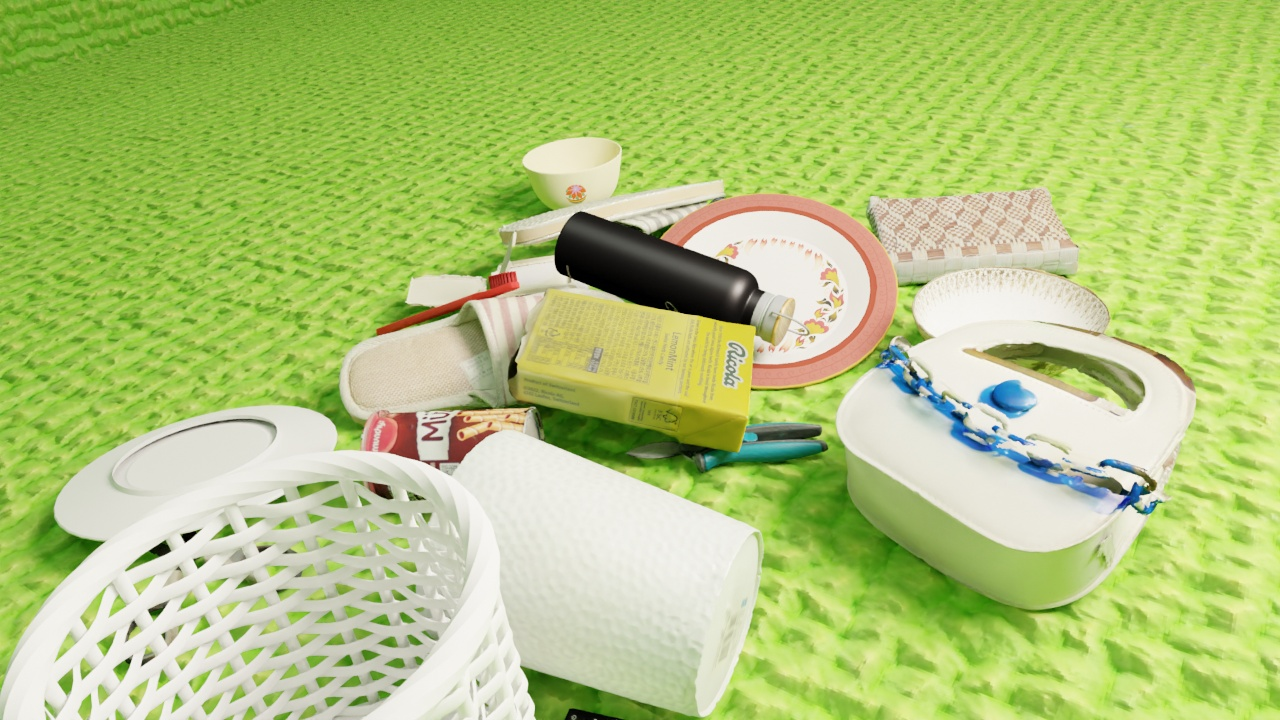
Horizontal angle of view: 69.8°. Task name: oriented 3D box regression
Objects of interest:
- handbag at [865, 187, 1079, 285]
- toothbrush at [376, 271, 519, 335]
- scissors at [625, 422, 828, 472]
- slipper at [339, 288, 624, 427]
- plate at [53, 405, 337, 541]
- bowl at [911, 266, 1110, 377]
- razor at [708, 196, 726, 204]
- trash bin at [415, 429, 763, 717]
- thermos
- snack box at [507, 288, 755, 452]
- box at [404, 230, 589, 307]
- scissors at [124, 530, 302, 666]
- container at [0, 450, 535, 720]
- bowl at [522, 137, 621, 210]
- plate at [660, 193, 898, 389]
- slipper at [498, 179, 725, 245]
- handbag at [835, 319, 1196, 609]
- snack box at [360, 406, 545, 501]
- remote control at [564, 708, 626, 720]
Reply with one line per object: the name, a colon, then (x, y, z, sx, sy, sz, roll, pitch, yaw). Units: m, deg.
handbag: (0.326, -0.123, 0.916, 0.186, 0.047, 0.123, -3, 41, 7)
toothbrush: (-0.183, -0.052, 0.844, 0.213, 0.018, 0.012, -13, -4, 41)
scissors: (0.067, 0.068, 0.691, 0.135, 0.019, 0.139, -28, 40, -30)
slipper: (-0.129, -0.004, 0.779, 0.263, 0.052, 0.115, -11, 64, -1)
plate: (-0.349, 0.078, 0.726, 0.208, 0.015, 0.208, -5, 23, 2)
bowl: (0.292, -0.016, 0.737, 0.145, 0.063, 0.145, -4, 33, 3)
razor: (0.102, -0.122, 0.957, 0.063, 0.053, 0.140, 8, 30, -27)
trash bin: (-0.023, 0.124, 0.527, 0.161, 0.133, 0.133, 14, 38, 21)
thermos: (0.038, -0.065, 0.792, 0.231, 0.061, 0.061, 23, 41, 20)
snack box: (-0.004, 0.004, 0.711, 0.181, 0.045, 0.121, 11, 37, 1)
box: (-0.141, -0.080, 0.885, 0.184, 0.099, 0.143, -8, 33, -3)
scissors: (-0.312, 0.148, 0.644, 0.157, 0.013, 0.170, -3, 33, 3)
container: (-0.142, 0.170, 0.414, 0.189, 0.187, 0.189, -5, 33, 3)
bowl: (-0.077, -0.212, 1.103, 0.118, 0.074, 0.117, -5, 33, 3)
plate: (0.116, -0.064, 0.837, 0.230, 0.021, 0.229, -3, 54, 4)
slipper: (-0.024, -0.153, 0.994, 0.272, 0.054, 0.115, -17, 9, -31)
handbag: (0.242, 0.039, 0.587, 0.199, 0.093, 0.201, -42, 45, -18)
snack box: (-0.136, 0.070, 0.678, 0.121, 0.072, 0.072, -2, 33, 7)
remote control: (0.022, 0.211, 0.484, 0.140, 0.009, 0.030, 5, 34, 18)
